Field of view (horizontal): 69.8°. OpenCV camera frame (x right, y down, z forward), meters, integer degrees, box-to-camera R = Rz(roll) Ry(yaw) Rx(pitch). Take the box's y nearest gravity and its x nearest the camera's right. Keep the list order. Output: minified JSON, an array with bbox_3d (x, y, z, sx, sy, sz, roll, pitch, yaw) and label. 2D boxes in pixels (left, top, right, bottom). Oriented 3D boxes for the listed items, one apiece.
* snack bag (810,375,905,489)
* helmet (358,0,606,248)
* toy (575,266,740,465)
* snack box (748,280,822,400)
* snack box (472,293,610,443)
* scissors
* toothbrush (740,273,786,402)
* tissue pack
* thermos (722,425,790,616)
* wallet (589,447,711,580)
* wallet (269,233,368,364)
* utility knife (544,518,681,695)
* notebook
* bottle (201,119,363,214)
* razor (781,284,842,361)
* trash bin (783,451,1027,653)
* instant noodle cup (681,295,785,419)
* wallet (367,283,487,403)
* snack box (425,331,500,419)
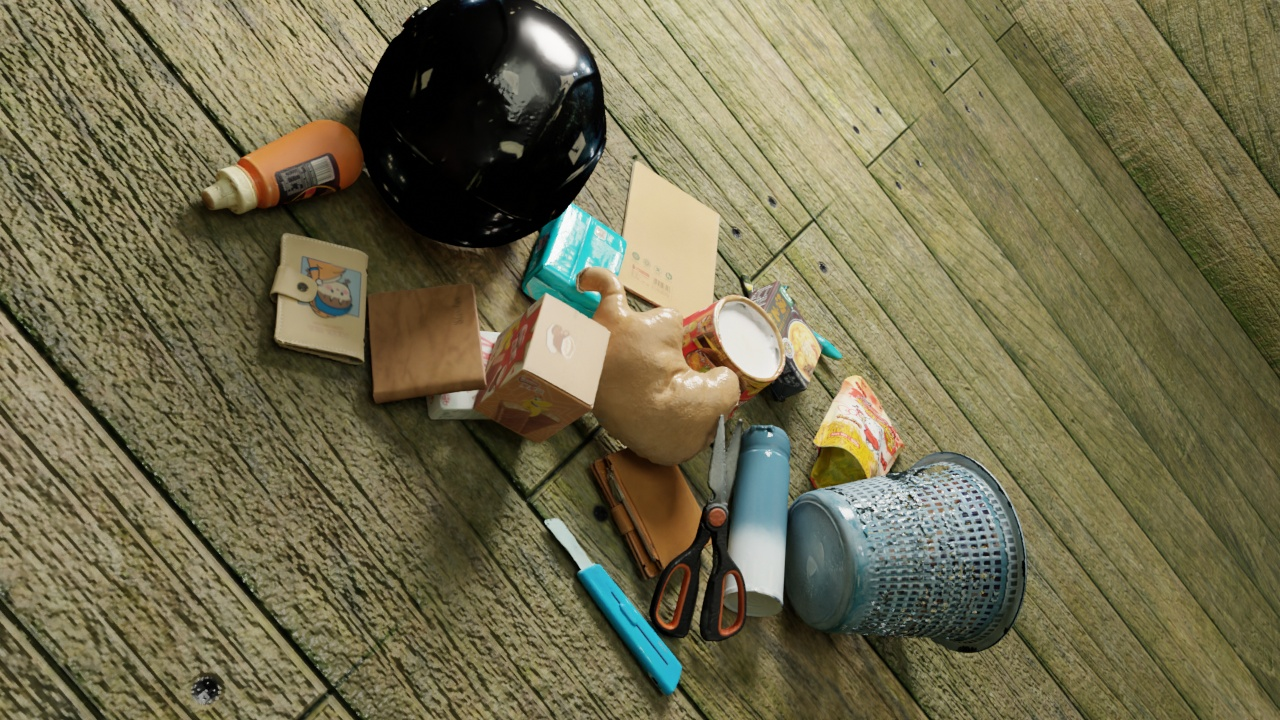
[{"bbox_3d":[0.287,0.105,1.206,0.128,0.073,0.207,53,36,-1],"label":"snack bag"},{"bbox_3d":[-0.145,-0.243,0.911,0.233,0.230,0.274,31,87,-23],"label":"helmet"},{"bbox_3d":[-0.006,0.006,0.946,0.143,0.083,0.226,-42,90,-14],"label":"toy"},{"bbox_3d":[0.175,-0.031,1.168,0.113,0.053,0.125,53,38,-17],"label":"snack box"},{"bbox_3d":[-0.092,0.009,0.861,0.077,0.095,0.092,31,49,-23],"label":"snack box"},{"bbox_3d":[0.084,0.173,0.924,0.161,0.022,0.233,36,81,-15],"label":"scissors"},{"bbox_3d":[0.158,-0.032,1.204,0.017,0.012,0.185,-2,67,-30],"label":"toothbrush"},{"bbox_3d":[-0.071,-0.110,1.023,0.093,0.050,0.133,32,48,-21],"label":"tissue pack"},{"bbox_3d":[0.133,0.171,1.022,0.070,0.070,0.219,31,48,-24],"label":"thermos"},{"bbox_3d":[0.014,0.150,0.955,0.107,0.031,0.131,-18,77,-47],"label":"wallet"},{"bbox_3d":[-0.288,-0.057,0.825,0.087,0.024,0.115,18,56,-39],"label":"wallet"},{"bbox_3d":[-0.027,0.231,0.881,0.203,0.018,0.034,52,44,-1],"label":"utility knife"},{"bbox_3d":[0.039,-0.146,1.171,0.147,0.008,0.207,28,50,-27],"label":"notebook"},{"bbox_3d":[-0.327,-0.170,0.834,0.149,0.067,0.067,-36,91,-39],"label":"bottle"},{"bbox_3d":[0.227,-0.045,1.258,0.132,0.028,0.043,42,68,-9],"label":"razor"},{"bbox_3d":[0.272,0.216,1.019,0.195,0.227,0.226,2,63,-22],"label":"trash bin"},{"bbox_3d":[0.092,-0.006,1.060,0.137,0.109,0.137,21,53,-31],"label":"instant noodle cup"},{"bbox_3d":[-0.198,-0.019,0.847,0.101,0.020,0.115,-8,64,-10],"label":"wallet"},{"bbox_3d":[-0.140,0.015,0.907,0.156,0.027,0.084,3,63,-41],"label":"snack box"}]
